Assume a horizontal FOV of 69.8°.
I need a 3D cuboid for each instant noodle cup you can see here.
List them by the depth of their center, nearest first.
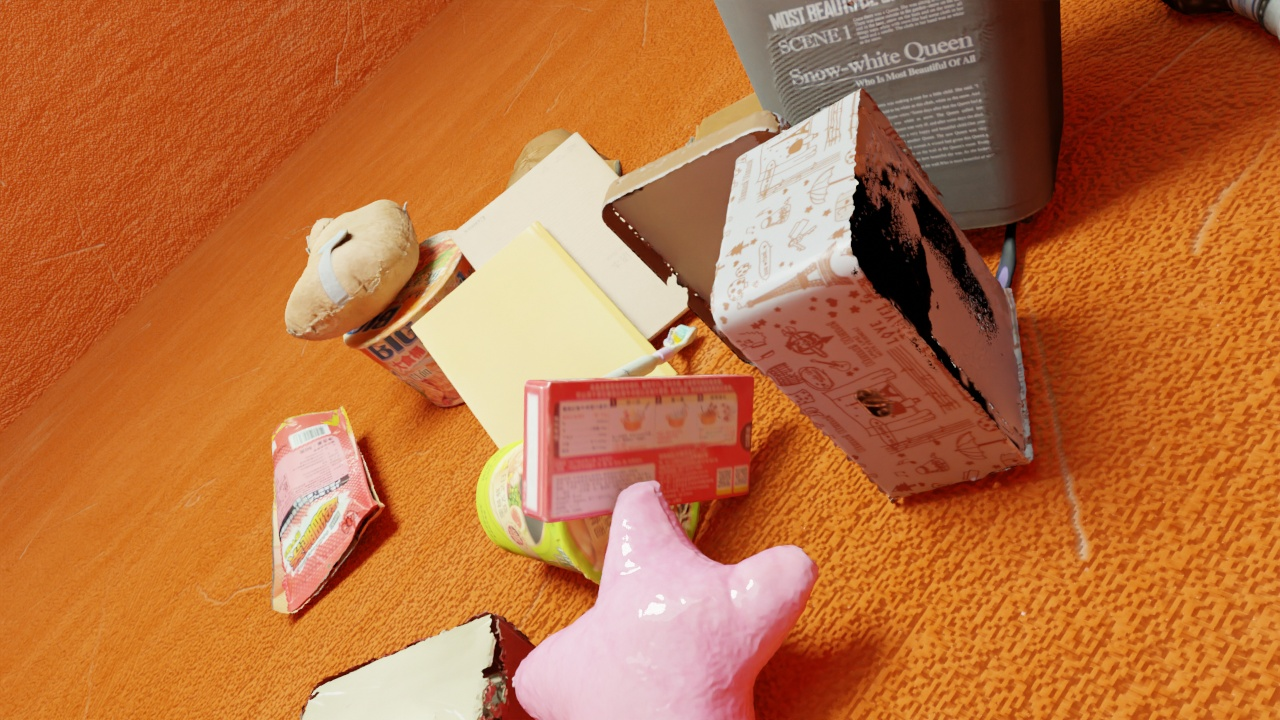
[{"bbox_3d":[-0.043,0.088,0.592,0.124,0.111,0.111,-13,41,50],"label":"instant noodle cup"},{"bbox_3d":[-0.193,-0.035,0.889,0.152,0.111,0.151,-28,33,20],"label":"instant noodle cup"}]

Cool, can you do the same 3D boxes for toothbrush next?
[{"bbox_3d":[0.218,-0.041,0.552,0.014,0.016,0.188,-16,41,50],"label":"toothbrush"},{"bbox_3d":[-0.004,0.004,0.636,0.029,0.020,0.189,-25,3,28],"label":"toothbrush"}]

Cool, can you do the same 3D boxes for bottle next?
[{"bbox_3d":[0.390,-0.259,0.603,0.080,0.044,0.194,-28,35,22],"label":"bottle"}]

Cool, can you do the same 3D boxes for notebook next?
[{"bbox_3d":[-0.084,-0.008,0.742,0.146,0.010,0.206,-41,60,-1],"label":"notebook"},{"bbox_3d":[-0.054,-0.087,0.782,0.149,0.012,0.211,-40,63,1],"label":"notebook"}]

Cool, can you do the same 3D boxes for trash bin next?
[{"bbox_3d":[0.165,-0.208,0.572,0.199,0.220,0.198,-3,38,31],"label":"trash bin"}]

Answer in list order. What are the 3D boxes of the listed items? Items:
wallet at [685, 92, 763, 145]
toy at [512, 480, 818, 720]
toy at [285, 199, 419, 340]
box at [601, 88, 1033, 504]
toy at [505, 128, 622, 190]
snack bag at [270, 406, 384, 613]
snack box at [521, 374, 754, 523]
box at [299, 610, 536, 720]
[{"bbox_3d":[0.089,-0.197,0.861,0.108,0.031,0.131,-20,41,31],"label":"wallet"},{"bbox_3d":[0.002,0.154,0.457,0.179,0.074,0.194,-8,65,33],"label":"toy"},{"bbox_3d":[-0.275,-0.100,0.875,0.143,0.082,0.226,-32,29,0],"label":"toy"},{"bbox_3d":[0.085,-0.022,0.508,0.206,0.181,0.157,-17,44,38],"label":"box"},{"bbox_3d":[-0.083,-0.169,0.938,0.140,0.130,0.199,-38,10,8],"label":"toy"},{"bbox_3d":[-0.302,0.129,0.859,0.128,0.073,0.208,-45,36,2],"label":"snack bag"},{"bbox_3d":[0.003,0.047,0.529,0.025,0.152,0.075,5,95,51],"label":"snack box"},{"bbox_3d":[-0.140,0.220,0.550,0.169,0.077,0.091,-27,33,22],"label":"box"}]
